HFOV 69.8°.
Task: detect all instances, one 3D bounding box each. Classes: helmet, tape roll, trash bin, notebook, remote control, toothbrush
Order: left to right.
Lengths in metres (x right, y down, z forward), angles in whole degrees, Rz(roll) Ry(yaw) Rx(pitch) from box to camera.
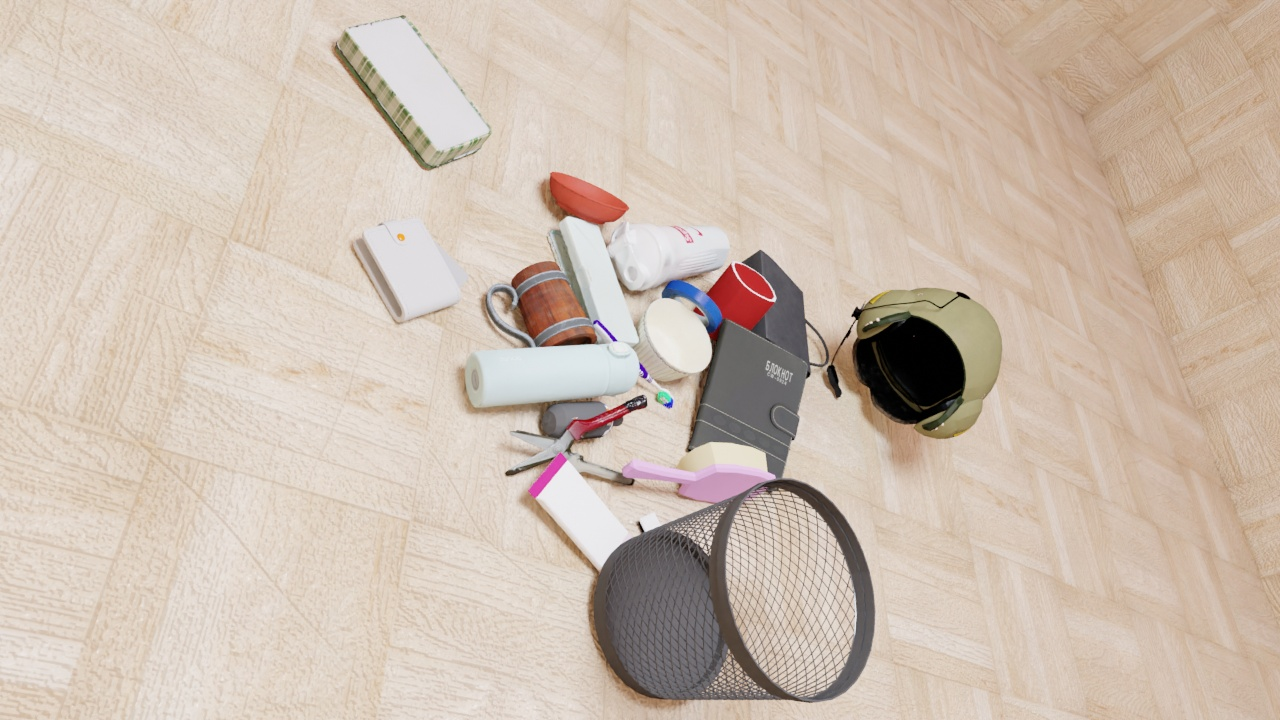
[{"bbox_3d":[-0.007,0.007,1.209,0.186,0.015,0.016,46,41,-37],"label":"toothbrush"},{"bbox_3d":[0.033,0.247,1.125,0.028,0.012,0.124,-15,74,-46],"label":"remote control"},{"bbox_3d":[0.073,-0.076,1.307,0.093,0.091,0.016,32,70,12],"label":"tape roll"},{"bbox_3d":[0.092,0.260,0.989,0.217,0.228,0.217,18,60,-35],"label":"trash bin"},{"bbox_3d":[0.159,0.065,1.311,0.169,0.030,0.208,27,68,-23],"label":"notebook"},{"bbox_3d":[0.443,0.003,1.463,0.232,0.256,0.250,-26,83,-45],"label":"helmet"}]

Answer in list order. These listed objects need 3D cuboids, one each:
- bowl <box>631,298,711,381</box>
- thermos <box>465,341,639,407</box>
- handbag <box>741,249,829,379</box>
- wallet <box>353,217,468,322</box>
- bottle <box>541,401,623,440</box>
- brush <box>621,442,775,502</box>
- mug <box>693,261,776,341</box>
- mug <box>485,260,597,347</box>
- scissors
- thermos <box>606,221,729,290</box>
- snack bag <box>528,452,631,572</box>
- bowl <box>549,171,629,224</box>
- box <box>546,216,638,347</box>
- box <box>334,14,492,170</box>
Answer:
[{"bbox_3d":[0.035,-0.021,1.271,0.115,0.063,0.115,23,50,-30],"label":"bowl"},{"bbox_3d":[-0.101,0.015,1.092,0.206,0.078,0.065,-4,45,-30],"label":"thermos"},{"bbox_3d":[0.239,-0.051,1.478,0.195,0.072,0.175,28,47,-32],"label":"handbag"},{"bbox_3d":[-0.263,-0.113,1.083,0.115,0.038,0.118,-26,86,-48],"label":"wallet"},{"bbox_3d":[-0.068,0.073,1.125,0.112,0.047,0.047,-1,64,-42],"label":"bottle"},{"bbox_3d":[0.071,0.139,1.176,0.228,0.089,0.043,14,50,-36],"label":"brush"},{"bbox_3d":[0.137,-0.093,1.378,0.080,0.097,0.116,24,30,-27],"label":"mug"},{"bbox_3d":[-0.127,-0.057,1.146,0.117,0.082,0.111,-16,70,-27],"label":"mug"},{"bbox_3d":[-0.063,0.105,1.096,0.198,0.015,0.179,-40,126,-15],"label":"scissors"},{"bbox_3d":[0.041,-0.160,1.355,0.219,0.100,0.099,-15,74,-51],"label":"thermos"},{"bbox_3d":[-0.051,0.201,1.064,0.196,0.016,0.070,51,45,-13],"label":"snack bag"},{"bbox_3d":[-0.078,-0.225,1.300,0.122,0.035,0.121,23,17,-8],"label":"bowl"},{"bbox_3d":[-0.061,-0.102,1.251,0.083,0.067,0.199,-11,69,-25],"label":"box"},{"bbox_3d":[-0.298,-0.354,1.207,0.205,0.050,0.117,51,44,-2],"label":"box"}]
